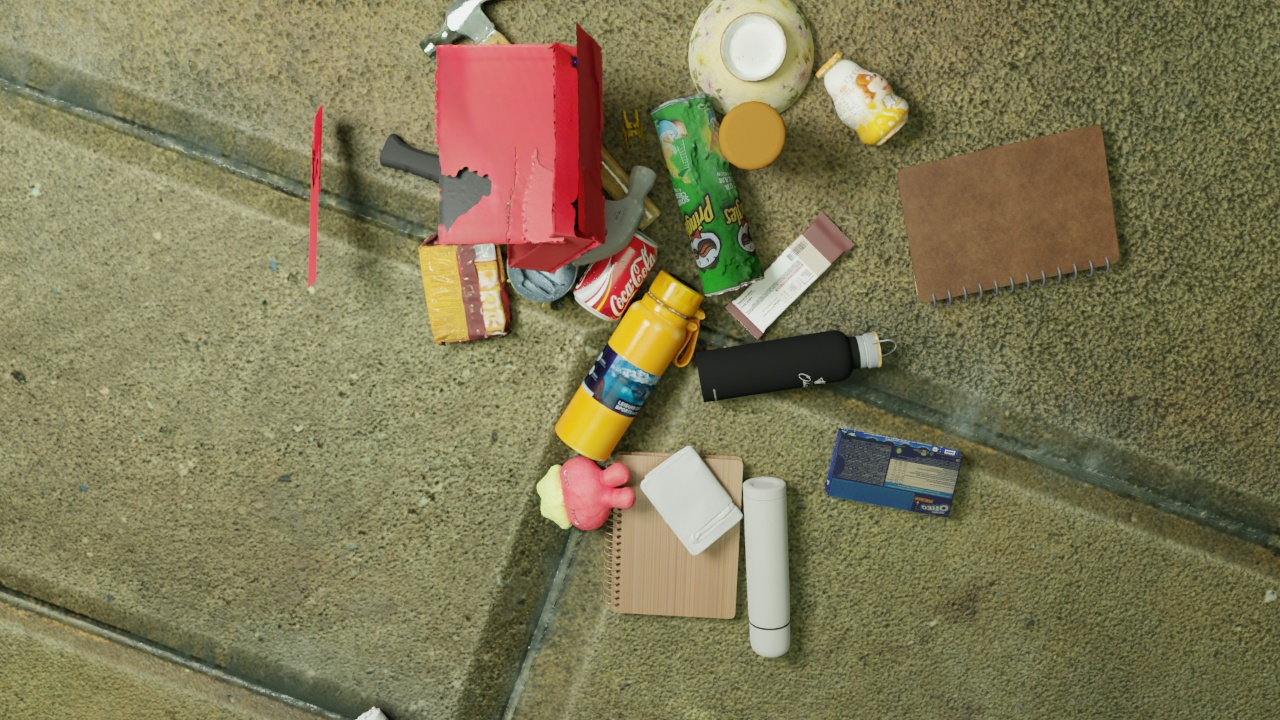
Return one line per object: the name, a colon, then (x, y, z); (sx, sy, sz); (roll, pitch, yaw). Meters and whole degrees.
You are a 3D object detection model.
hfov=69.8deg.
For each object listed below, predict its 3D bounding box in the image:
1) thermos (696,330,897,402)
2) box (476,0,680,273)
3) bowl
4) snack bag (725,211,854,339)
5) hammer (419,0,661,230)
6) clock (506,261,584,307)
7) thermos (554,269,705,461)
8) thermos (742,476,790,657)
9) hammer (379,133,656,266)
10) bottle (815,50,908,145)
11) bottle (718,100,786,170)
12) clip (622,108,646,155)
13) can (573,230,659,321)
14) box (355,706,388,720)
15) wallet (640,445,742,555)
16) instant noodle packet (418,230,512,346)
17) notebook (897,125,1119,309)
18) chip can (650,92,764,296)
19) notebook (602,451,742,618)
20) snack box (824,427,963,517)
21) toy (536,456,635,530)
thermos: (0.184, 0.002, 1.079); (0.231, 0.061, 0.061); (-9, 100, 6)
box: (-0.075, -0.240, 0.778); (0.141, 0.512, 0.215); (1, 80, -11)
bowl: (0.124, -0.342, 1.013); (0.145, 0.063, 0.145); (1, 102, 3)
snack bag: (0.176, -0.099, 1.084); (0.057, 0.013, 0.158); (44, 101, -3)
hammer: (-0.096, -0.285, 1.060); (0.132, 0.033, 0.330); (-41, 97, 10)
clock: (-0.104, -0.123, 1.078); (0.083, 0.057, 0.118); (37, 102, -3)
thermos: (-0.006, 0.006, 1.094); (0.076, 0.091, 0.233); (41, 105, 37)
thermos: (0.158, 0.258, 1.138); (0.052, 0.052, 0.224); (-3, 101, 5)
hammer: (-0.152, -0.198, 1.050); (0.324, 0.029, 0.127); (17, 83, 12)
bottle: (0.243, -0.291, 1.015); (0.109, 0.063, 0.063); (43, 101, -5)
bottle: (0.122, -0.240, 0.987); (0.068, 0.156, 0.068); (2, 103, 8)
clip: (-0.012, -0.265, 1.053); (0.044, 0.054, 0.049); (-38, 72, -6)
can: (-0.027, -0.103, 1.072); (0.064, 0.064, 0.105); (33, 102, -3)
box: (-0.381, 0.528, 1.201); (0.143, 0.083, 0.137); (-37, 95, -23)
wallet: (0.062, 0.170, 1.119); (0.086, 0.032, 0.116); (-33, 96, -3)
instant noodle packet: (-0.209, -0.088, 1.103); (0.098, 0.039, 0.135); (-6, 103, 5)
notebook: (0.418, -0.160, 1.049); (0.225, 0.024, 0.167); (-12, 99, 7)
chip can: (0.077, -0.189, 1.043); (0.075, 0.075, 0.223); (-17, 99, 7)
notebook: (0.039, 0.220, 1.155); (0.169, 0.022, 0.210); (2, 102, 3)
snack box: (0.307, 0.137, 1.116); (0.150, 0.027, 0.082); (11, 104, 3)
toy: (-0.067, 0.163, 1.127); (0.135, 0.045, 0.091); (-10, 91, 25)
